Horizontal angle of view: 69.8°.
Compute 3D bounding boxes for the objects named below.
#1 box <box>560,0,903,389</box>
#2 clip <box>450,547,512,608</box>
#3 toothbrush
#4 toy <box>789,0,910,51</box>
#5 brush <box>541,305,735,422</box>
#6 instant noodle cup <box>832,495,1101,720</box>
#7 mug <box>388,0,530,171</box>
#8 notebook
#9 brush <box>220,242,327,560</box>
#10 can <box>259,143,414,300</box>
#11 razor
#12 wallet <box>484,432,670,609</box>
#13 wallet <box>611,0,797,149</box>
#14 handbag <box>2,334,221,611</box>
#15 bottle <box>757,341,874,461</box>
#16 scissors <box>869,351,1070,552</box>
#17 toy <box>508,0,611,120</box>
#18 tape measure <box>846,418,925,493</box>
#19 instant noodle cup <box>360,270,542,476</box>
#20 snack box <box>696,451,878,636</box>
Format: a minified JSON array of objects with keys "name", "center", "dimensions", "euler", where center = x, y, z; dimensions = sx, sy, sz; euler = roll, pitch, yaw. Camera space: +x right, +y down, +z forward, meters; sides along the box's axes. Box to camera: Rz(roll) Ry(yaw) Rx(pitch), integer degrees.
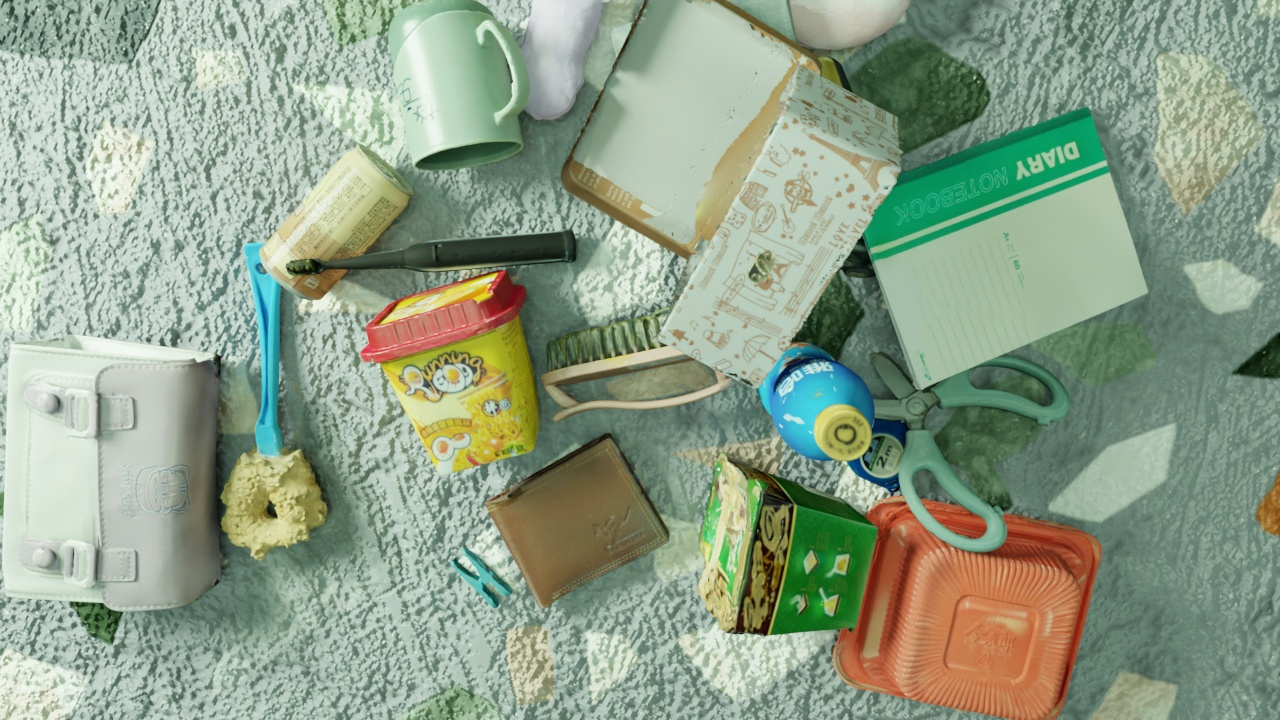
[{"name":"box","center":[0.045,-0.118,0.603],"dimensions":[0.197,0.157,0.181],"euler":[30,125,-4]},{"name":"clip","center":[-0.130,0.177,0.750],"dimensions":[0.057,0.014,0.045],"euler":[43,99,-3]},{"name":"toothbrush","center":[-0.154,-0.078,0.688],"dimensions":[0.212,0.027,0.026],"euler":[-6,90,-12]},{"name":"toy","center":[0.117,-0.281,0.668],"dimensions":[0.160,0.054,0.121],"euler":[-12,95,12]},{"name":"brush","center":[-0.004,0.004,0.699],"dimensions":[0.146,0.063,0.073],"euler":[-12,85,5]},{"name":"instant noodle cup","center":[0.253,0.197,0.701],"dimensions":[0.189,0.079,0.164],"euler":[9,97,3]},{"name":"mug","center":[-0.126,-0.203,0.662],"dimensions":[0.112,0.082,0.106],"euler":[-8,93,40]},{"name":"notebook","center":[0.264,-0.084,0.669],"dimensions":[0.209,0.012,0.150],"euler":[-21,94,-14]},{"name":"brush","center":[-0.297,0.034,0.734],"dimensions":[0.083,0.046,0.254],"euler":[-1,93,7]},{"name":"can","center":[-0.232,-0.104,0.701],"dimensions":[0.058,0.058,0.116],"euler":[44,97,-2]},{"name":"razor","center":[0.150,-0.143,0.680],"dimensions":[0.067,0.062,0.167],"euler":[-16,91,-25]},{"name":"wallet","center":[-0.050,0.129,0.733],"dimensions":[0.124,0.032,0.101],"euler":[-29,97,6]},{"name":"wallet","center":[0.051,-0.206,0.667],"dimensions":[0.130,0.036,0.106],"euler":[-10,106,20]},{"name":"handbag","center":[-0.408,0.086,0.718],"dimensions":[0.145,0.098,0.197],"euler":[5,97,-3]},{"name":"bottle","center":[0.119,0.030,0.617],"dimensions":[0.065,0.218,0.065],"euler":[0,98,3]},{"name":"scissors","center":[0.251,0.048,0.692],"dimensions":[0.181,0.019,0.170],"euler":[-27,68,-7]},{"name":"toy","center":[-0.068,-0.235,0.688],"dimensions":[0.084,0.038,0.108],"euler":[20,101,18]},{"name":"tape measure","center":[0.187,0.068,0.715],"dimensions":[0.054,0.025,0.058],"euler":[23,90,1]},{"name":"instant noodle cup","center":[-0.131,0.010,0.688],"dimensions":[0.116,0.116,0.124],"euler":[-16,107,4]},{"name":"snack box","center":[0.111,0.141,0.693],"dimensions":[0.105,0.118,0.117],"euler":[9,97,-11]}]
